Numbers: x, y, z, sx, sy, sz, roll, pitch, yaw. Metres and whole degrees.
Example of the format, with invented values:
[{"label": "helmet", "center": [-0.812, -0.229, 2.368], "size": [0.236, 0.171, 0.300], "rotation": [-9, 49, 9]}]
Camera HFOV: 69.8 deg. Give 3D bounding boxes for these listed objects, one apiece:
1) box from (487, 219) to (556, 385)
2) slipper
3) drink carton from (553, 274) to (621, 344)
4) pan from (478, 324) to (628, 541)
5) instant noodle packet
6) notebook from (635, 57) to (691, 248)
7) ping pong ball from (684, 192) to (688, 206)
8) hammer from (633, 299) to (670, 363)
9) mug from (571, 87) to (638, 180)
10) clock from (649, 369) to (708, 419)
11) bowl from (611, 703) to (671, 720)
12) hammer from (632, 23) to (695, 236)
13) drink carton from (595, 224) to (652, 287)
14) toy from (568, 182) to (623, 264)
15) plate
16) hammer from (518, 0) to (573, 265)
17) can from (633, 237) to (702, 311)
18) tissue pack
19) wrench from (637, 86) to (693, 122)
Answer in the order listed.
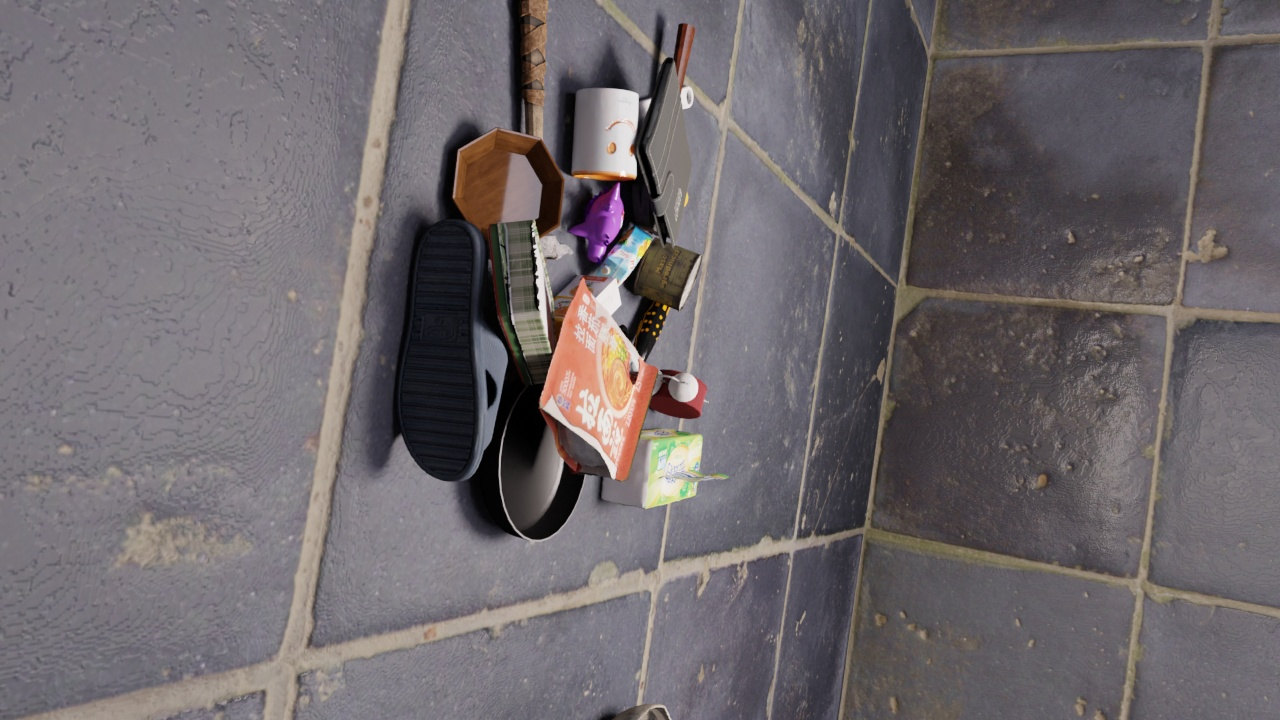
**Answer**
[{"label": "box", "center": [-0.122, -0.056, 0.990], "size": [0.206, 0.050, 0.117], "rotation": [86, -1, -71]}, {"label": "slipper", "center": [-0.186, -0.010, 0.943], "size": [0.082, 0.101, 0.263], "rotation": [7, 85, -71]}, {"label": "drink carton", "center": [-0.077, -0.065, 1.172], "size": [0.122, 0.059, 0.040], "rotation": [-51, 139, -47]}, {"label": "pan", "center": [-0.100, 0.068, 1.172], "size": [0.354, 0.044, 0.204], "rotation": [-60, 143, -43]}, {"label": "instant noodle packet", "center": [-0.062, 0.025, 1.074], "size": [0.221, 0.084, 0.164], "rotation": [61, 42, -57]}, {"label": "notebook", "center": [0.037, -0.274, 1.252], "size": [0.209, 0.029, 0.169], "rotation": [66, 32, -58]}, {"label": "ping pong ball", "center": [0.053, -0.249, 1.403], "size": [0.040, 0.040, 0.040], "rotation": [-24, 118, -59]}, {"label": "hammer", "center": [-0.008, 0.008, 1.332], "size": [0.123, 0.036, 0.319], "rotation": [112, 0, -55]}, {"label": "mug", "center": [-0.044, -0.283, 1.158], "size": [0.082, 0.082, 0.105], "rotation": [-10, 104, -62]}, {"label": "clock", "center": [0.051, 0.048, 1.414], "size": [0.137, 0.096, 0.048], "rotation": [51, 51, -58]}, {"label": "bowl", "center": [-0.023, 0.614, 1.423], "size": [0.178, 0.081, 0.178], "rotation": [-22, 116, -58]}, {"label": "hammer", "center": [0.039, -0.338, 1.334], "size": [0.111, 0.028, 0.300], "rotation": [6, 96, -69]}, {"label": "drink carton", "center": [-0.021, -0.142, 1.254], "size": [0.044, 0.038, 0.128], "rotation": [-53, -176, 34]}, {"label": "toy", "center": [-0.051, -0.184, 1.197], "size": [0.087, 0.056, 0.106], "rotation": [-63, -178, -25]}, {"label": "plate", "center": [-0.145, -0.184, 0.989], "size": [0.131, 0.025, 0.131], "rotation": [-1, 92, -29]}, {"label": "hammer", "center": [-0.122, -0.264, 1.057], "size": [0.121, 0.049, 0.319], "rotation": [-19, 112, -64]}, {"label": "can", "center": [0.040, -0.126, 1.342], "size": [0.090, 0.074, 0.090], "rotation": [24, 88, -82]}, {"label": "tissue pack", "center": [0.050, 0.165, 1.387], "size": [0.197, 0.142, 0.120], "rotation": [-10, 106, -62]}, {"label": "wrench", "center": [0.020, -0.370, 1.336], "size": [0.272, 0.018, 0.066], "rotation": [-38, 129, -56]}]
